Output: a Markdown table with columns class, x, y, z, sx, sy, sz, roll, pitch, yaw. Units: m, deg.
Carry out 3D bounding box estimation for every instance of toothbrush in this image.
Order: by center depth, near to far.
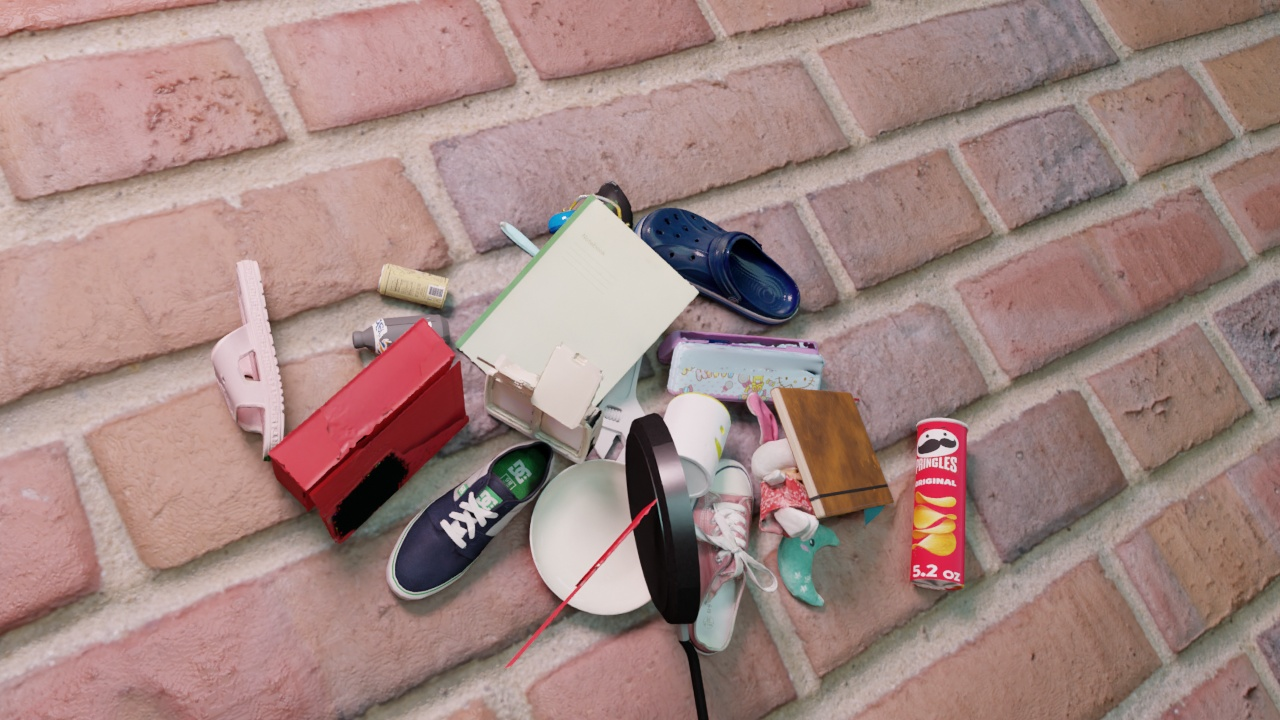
| class | x | y | z | sx | sy | sz | roll | pitch | yaw |
| --- | --- | --- | --- | --- | --- | --- | --- | --- | --- |
| toothbrush | -0.113 | -0.123 | 1.200 | 0.180 | 0.017 | 0.016 | 39 | 63 | -1 |

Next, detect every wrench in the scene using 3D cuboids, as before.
| class | x | y | z | sx | sy | sz | roll | pitch | yaw |
| --- | --- | --- | --- | --- | --- | --- | --- | --- | --- |
| wrench | -0.007 | 0.007 | 1.189 | 0.086 | 0.018 | 0.272 | 19 | 65 | -12 |

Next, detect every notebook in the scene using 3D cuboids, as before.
| class | x | y | z | sx | sy | sz | roll | pitch | yaw |
| --- | --- | --- | --- | --- | --- | --- | --- | --- | --- |
| notebook | -0.078 | -0.051 | 1.126 | 0.182 | 0.010 | 0.252 | 43 | 91 | 0 |
| notebook | 0.254 | 0.121 | 1.167 | 0.248 | 0.014 | 0.178 | 6 | 62 | -56 |

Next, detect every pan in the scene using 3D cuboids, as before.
| class | x | y | z | sx | sy | sz | roll | pitch | yaw |
| --- | --- | --- | --- | --- | --- | --- | --- | --- | --- |
| pan | 0.031 | 0.234 | 0.980 | 0.034 | 0.225 | 0.356 | -8 | 85 | -10 |

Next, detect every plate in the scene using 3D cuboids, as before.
| class | x | y | z | sx | sy | sz | roll | pitch | yaw |
| --- | --- | --- | --- | --- | --- | --- | --- | --- | --- |
| plate | -0.045 | 0.210 | 1.092 | 0.182 | 0.034 | 0.182 | 6 | 69 | -17 |

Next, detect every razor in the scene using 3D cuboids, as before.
| class | x | y | z | sx | sy | sz | roll | pitch | yaw |
| --- | --- | --- | --- | --- | --- | --- | --- | --- | --- |
| razor | -0.046 | -0.164 | 1.225 | 0.067 | 0.054 | 0.151 | 7 | 76 | -1 |

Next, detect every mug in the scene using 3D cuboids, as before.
| class | x | y | z | sx | sy | sz | roll | pitch | yaw |
| --- | --- | --- | --- | --- | --- | --- | --- | --- | --- |
| mug | 0.060 | 0.104 | 1.124 | 0.082 | 0.083 | 0.105 | 30 | 45 | -7 |

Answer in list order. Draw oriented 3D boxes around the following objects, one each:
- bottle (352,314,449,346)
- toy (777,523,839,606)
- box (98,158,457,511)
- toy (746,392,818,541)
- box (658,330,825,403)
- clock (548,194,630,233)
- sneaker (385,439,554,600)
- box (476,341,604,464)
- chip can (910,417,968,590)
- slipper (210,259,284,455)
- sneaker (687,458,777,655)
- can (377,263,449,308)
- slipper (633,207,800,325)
| class | x | y | z | sx | sy | sz | roll | pitch | yaw |
| --- | --- | --- | --- | --- | --- | --- | --- | --- | --- |
| bottle | -0.284 | -0.029 | 1.089 | 0.112 | 0.047 | 0.047 | -7 | 73 | -21 |
| toy | 0.213 | 0.251 | 1.170 | 0.085 | 0.033 | 0.105 | 34 | 62 | -17 |
| box | -0.370 | -0.017 | 0.974 | 0.325 | 0.153 | 0.213 | 50 | 63 | -14 |
| toy | 0.181 | 0.141 | 1.135 | 0.159 | 0.084 | 0.193 | 42 | 30 | -25 |
| box | 0.135 | 0.003 | 1.196 | 0.214 | 0.077 | 0.096 | 4 | 43 | -19 |
| clock | -0.072 | -0.129 | 1.161 | 0.117 | 0.060 | 0.161 | 13 | 91 | 1 |
| sneaker | -0.188 | 0.171 | 1.031 | 0.084 | 0.079 | 0.234 | 47 | 64 | 0 |
| box | -0.116 | 0.046 | 1.025 | 0.143 | 0.192 | 0.068 | 27 | 55 | 9 |
| chip can | 0.403 | 0.192 | 1.234 | 0.069 | 0.069 | 0.220 | 15 | 67 | -13 |
| slipper | -0.434 | 0.001 | 1.001 | 0.064 | 0.094 | 0.239 | -7 | 68 | -26 |
| sneaker | 0.098 | 0.229 | 1.105 | 0.118 | 0.088 | 0.240 | 14 | 68 | -14 |
| can | -0.276 | -0.091 | 1.118 | 0.079 | 0.038 | 0.038 | 14 | 67 | -14 |
| slipper | 0.114 | -0.138 | 1.243 | 0.252 | 0.095 | 0.105 | 28 | 67 | -12 |
